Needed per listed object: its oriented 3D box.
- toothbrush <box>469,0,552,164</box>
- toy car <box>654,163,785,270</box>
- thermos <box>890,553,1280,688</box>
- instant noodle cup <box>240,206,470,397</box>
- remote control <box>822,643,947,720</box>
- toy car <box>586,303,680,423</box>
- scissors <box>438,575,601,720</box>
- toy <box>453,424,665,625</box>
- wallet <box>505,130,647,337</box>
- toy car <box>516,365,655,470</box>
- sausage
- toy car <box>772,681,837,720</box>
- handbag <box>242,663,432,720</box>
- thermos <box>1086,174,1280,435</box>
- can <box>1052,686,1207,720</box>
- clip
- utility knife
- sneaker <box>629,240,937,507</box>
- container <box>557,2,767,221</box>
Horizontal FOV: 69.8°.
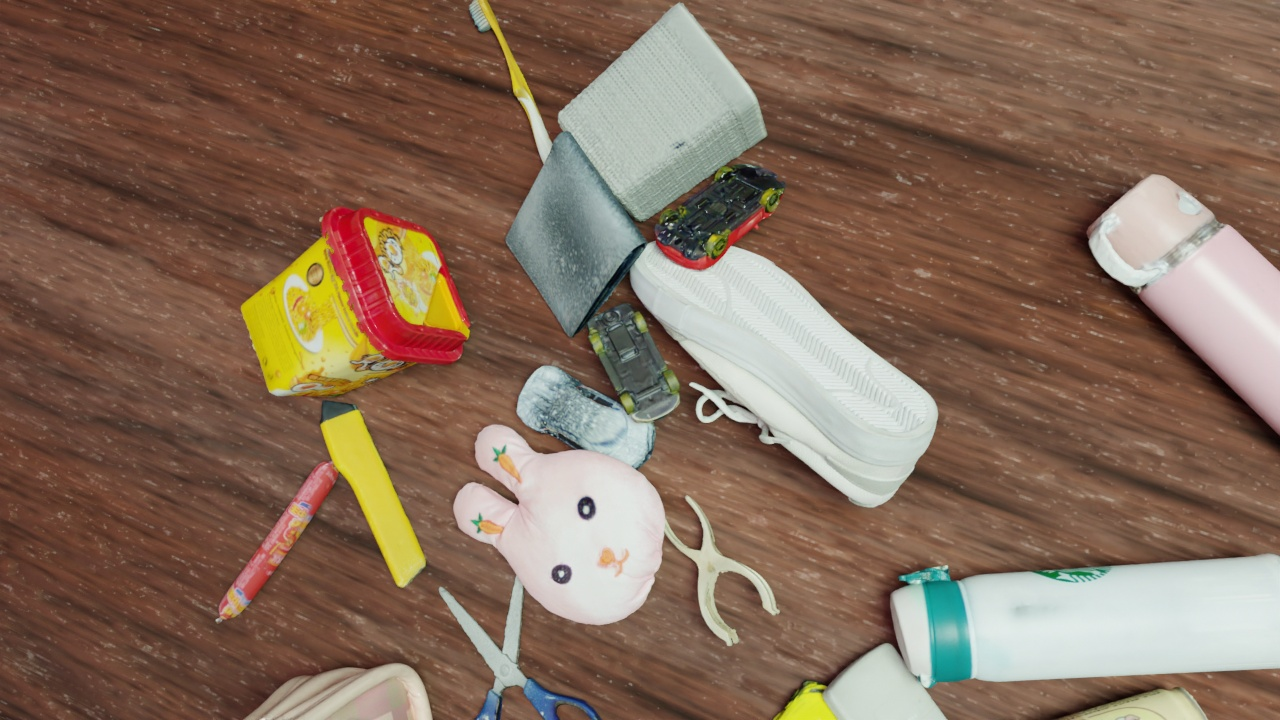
[{"bbox_3d":[-0.093,-0.202,0.706,0.018,0.016,0.191,-27,78,17],"label":"toothbrush"},{"bbox_3d":[0.058,-0.102,0.641,0.049,0.031,0.106,33,60,26],"label":"toy car"},{"bbox_3d":[0.270,0.157,0.562,0.224,0.073,0.073,-6,81,10],"label":"thermos"},{"bbox_3d":[-0.209,-0.033,0.663,0.124,0.116,0.116,-27,78,18],"label":"instant noodle cup"},{"bbox_3d":[0.180,0.257,0.581,0.058,0.021,0.150,-30,77,-22],"label":"remote control"},{"bbox_3d":[-0.004,0.004,0.643,0.042,0.035,0.090,-27,64,-2],"label":"toy car"},{"bbox_3d":[-0.091,0.234,0.650,0.175,0.012,0.162,28,88,15],"label":"scissors"},{"bbox_3d":[-0.059,0.112,0.636,0.159,0.054,0.121,23,102,18],"label":"toy"},{"bbox_3d":[-0.050,-0.085,0.644,0.019,0.121,0.097,-23,73,-38],"label":"wallet"},{"bbox_3d":[-0.039,0.043,0.655,0.105,0.031,0.049,27,90,11],"label":"toy car"},{"bbox_3d":[-0.273,0.137,0.695,0.020,0.020,0.156,35,91,13],"label":"sausage"},{"bbox_3d":[0.100,0.261,0.599,0.048,0.032,0.105,36,89,14],"label":"toy car"},{"bbox_3d":[-0.202,0.297,0.549,0.093,0.234,0.193,-13,80,10],"label":"handbag"},{"bbox_3d":[0.362,-0.025,0.562,0.087,0.067,0.198,-33,77,-33],"label":"thermos"},{"bbox_3d":[0.280,0.241,0.553,0.116,0.058,0.058,-21,79,8],"label":"can"},{"bbox_3d":[0.063,0.136,0.623,0.084,0.035,0.104,-20,71,11],"label":"clip"},{"bbox_3d":[-0.202,0.096,0.684,0.033,0.015,0.153,-22,77,-25],"label":"utility knife"},{"bbox_3d":[0.084,0.005,0.618,0.089,0.091,0.242,-28,54,-32],"label":"sneaker"},{"bbox_3d":[0.014,-0.167,0.645,0.114,0.090,0.090,-37,77,8],"label":"container"}]
